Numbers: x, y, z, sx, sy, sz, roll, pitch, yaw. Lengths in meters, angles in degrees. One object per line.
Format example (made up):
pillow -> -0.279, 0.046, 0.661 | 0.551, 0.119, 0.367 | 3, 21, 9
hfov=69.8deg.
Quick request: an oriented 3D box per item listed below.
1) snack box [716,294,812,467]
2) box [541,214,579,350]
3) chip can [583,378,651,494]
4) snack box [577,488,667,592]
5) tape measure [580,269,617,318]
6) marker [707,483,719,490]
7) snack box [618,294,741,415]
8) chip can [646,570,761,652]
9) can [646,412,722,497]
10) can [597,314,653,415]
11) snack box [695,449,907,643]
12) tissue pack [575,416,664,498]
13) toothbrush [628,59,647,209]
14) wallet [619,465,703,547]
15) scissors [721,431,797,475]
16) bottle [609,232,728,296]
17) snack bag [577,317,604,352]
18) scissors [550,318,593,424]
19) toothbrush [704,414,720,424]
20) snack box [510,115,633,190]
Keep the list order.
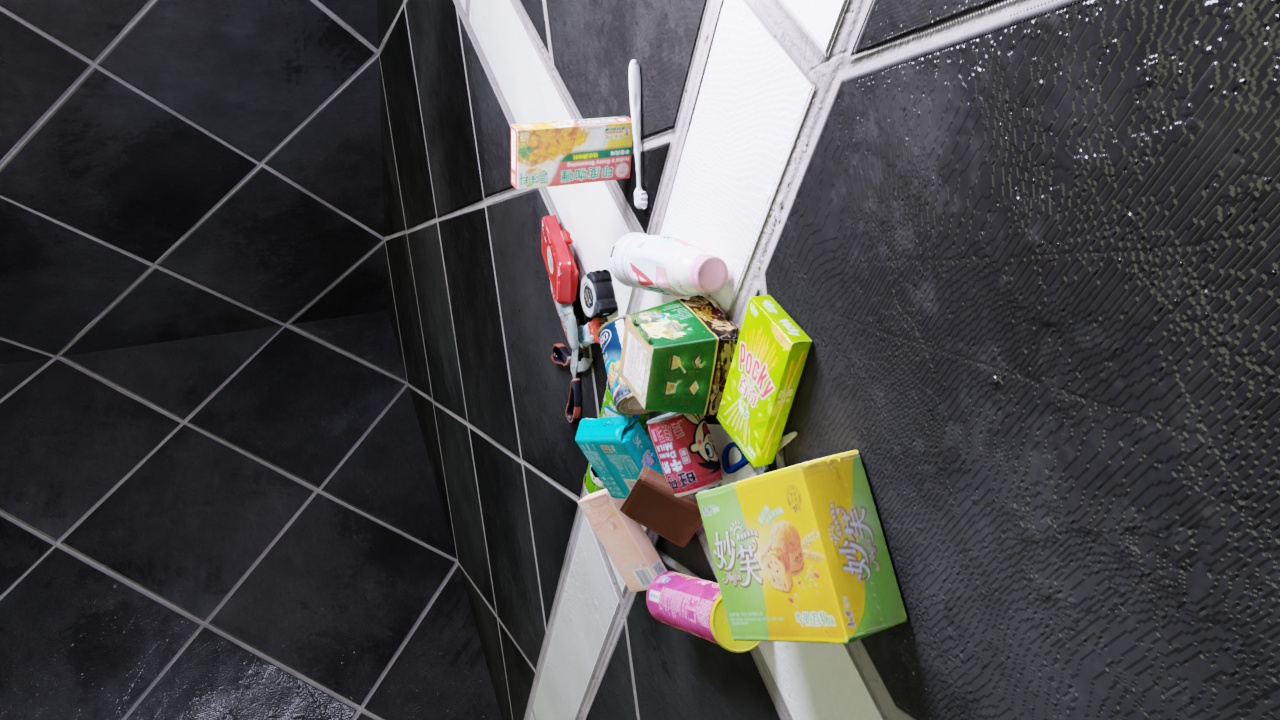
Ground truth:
snack box -> 0.122, 0.022, 0.923 | 0.085, 0.026, 0.157 | -124, 36, -45
box -> -0.127, -0.125, 1.439 | 0.201, 0.039, 0.158 | -114, 23, -57
chip can -> -0.031, 0.110, 1.297 | 0.237, 0.072, 0.072 | 104, 148, -46
snack box -> -0.024, 0.257, 1.315 | 0.085, 0.026, 0.157 | -27, 93, 53
tape measure -> -0.062, -0.095, 1.336 | 0.066, 0.033, 0.065 | 158, 103, -66
marker -> 0.097, 0.190, 1.088 | 0.017, 0.017, 0.145 | 140, 118, -66
snack box -> 0.039, -0.001, 1.014 | 0.118, 0.105, 0.118 | -127, 38, -52
chip can -> 0.076, 0.301, 1.117 | 0.211, 0.071, 0.071 | 161, 98, -69
can -> 0.053, 0.104, 1.062 | 0.067, 0.066, 0.094 | -21, 87, 68
can -> -0.007, 0.007, 1.170 | 0.075, 0.075, 0.111 | 118, 143, -57
snack box -> 0.144, 0.183, 0.876 | 0.211, 0.070, 0.157 | -33, 69, 62
tissue pack -> -0.022, 0.128, 1.214 | 0.093, 0.050, 0.133 | -4, 127, 42
toothbrush -> -0.003, -0.276, 1.130 | 0.016, 0.016, 0.180 | 27, 125, 55
wallet -> 0.033, 0.185, 1.160 | 0.101, 0.032, 0.125 | 29, 147, 4
scissors -> 0.127, 0.108, 0.983 | 0.174, 0.012, 0.162 | 177, 84, -67
bottle -> 0.032, -0.108, 1.051 | 0.197, 0.068, 0.068 | 23, 120, 62
snack bag -> -0.076, -0.041, 1.404 | 0.104, 0.026, 0.048 | 155, 111, -69
scissors -> -0.114, 0.020, 1.539 | 0.226, 0.015, 0.189 | -168, 70, -68
toothbrush -> 0.077, 0.070, 1.087 | 0.181, 0.018, 0.015 | 168, 93, -66
snack box -> -0.085, -0.261, 1.149 | 0.027, 0.155, 0.077 | -129, 36, -48
